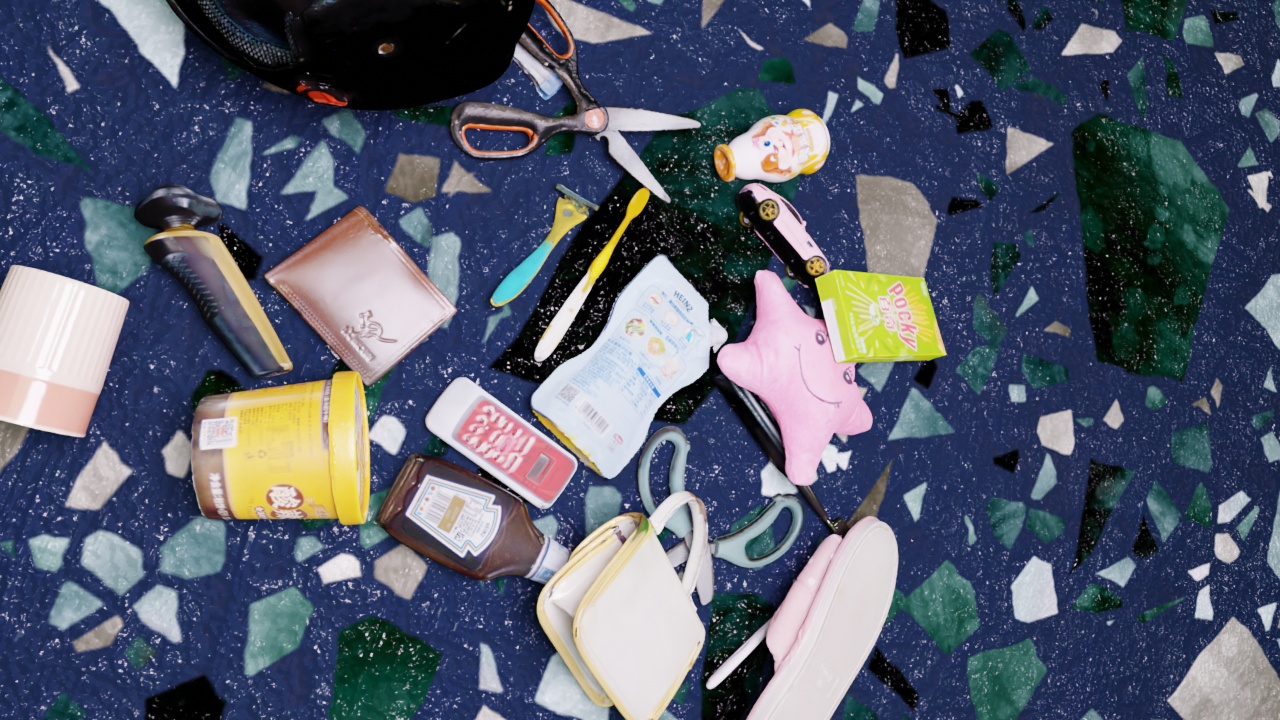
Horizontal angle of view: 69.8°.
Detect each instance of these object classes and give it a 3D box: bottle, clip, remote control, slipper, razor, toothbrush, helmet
[{"bbox_3d":[-0.122,0.151,0.783,0.195,0.044,0.079,30,78,-16],"label":"bottle"},{"bbox_3d":[-0.095,-0.264,0.826,0.025,0.036,0.058,-45,101,-10],"label":"clip"},{"bbox_3d":[-0.120,0.072,0.799,0.136,0.020,0.055,39,77,-14],"label":"remote control"},{"bbox_3d":[0.160,0.266,0.859,0.114,0.054,0.273,47,66,-35],"label":"slipper"},{"bbox_3d":[-0.328,-0.059,0.721,0.067,0.062,0.167,-43,109,-48],"label":"razor"},{"bbox_3d":[-0.044,-0.079,0.838,0.016,0.018,0.191,34,79,-13],"label":"toothbrush"},{"bbox_3d":[-0.205,-0.301,0.682,0.275,0.230,0.233,-8,79,5],"label":"helmet"},{"bbox_3d":[-0.091,-0.097,0.814,0.043,0.028,0.132,32,73,9],"label":"razor"},{"bbox_3d":[0.126,0.247,0.880,0.179,0.016,0.016,-41,93,-17],"label":"toothbrush"},{"bbox_3d":[0.125,-0.201,0.877,0.108,0.063,0.063,-19,93,-19],"label":"bottle"},{"bbox_3d":[0.139,0.093,0.887,0.027,0.026,0.212,-39,100,-11],"label":"toothbrush"}]

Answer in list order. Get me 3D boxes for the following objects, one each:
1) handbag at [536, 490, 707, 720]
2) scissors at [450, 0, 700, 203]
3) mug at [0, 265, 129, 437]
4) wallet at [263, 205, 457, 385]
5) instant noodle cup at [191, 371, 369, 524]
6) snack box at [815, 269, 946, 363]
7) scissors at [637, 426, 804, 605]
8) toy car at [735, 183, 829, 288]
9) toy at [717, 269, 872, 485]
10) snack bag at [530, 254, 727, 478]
[{"bbox_3d":[0.004,0.201,0.794,0.178,0.063,0.163,-47,130,-29],"label":"handbag"},{"bbox_3d":[-0.060,-0.229,0.817,0.220,0.022,0.228,-19,100,-10],"label":"scissors"},{"bbox_3d":[-0.443,-0.009,0.665,0.114,0.081,0.105,13,80,11],"label":"mug"},{"bbox_3d":[-0.230,-0.053,0.762,0.101,0.032,0.124,-43,100,-14],"label":"wallet"},{"bbox_3d":[-0.270,0.070,0.700,0.114,0.118,0.118,-3,88,-13],"label":"instant noodle cup"},{"bbox_3d":[0.235,-0.041,0.890,0.156,0.026,0.085,0,74,-42],"label":"snack box"},{"bbox_3d":[0.076,0.137,0.867,0.169,0.019,0.171,-12,90,-21],"label":"scissors"},{"bbox_3d":[0.140,-0.121,0.883,0.037,0.056,0.122,-44,102,-9],"label":"toy car"},{"bbox_3d":[0.157,0.001,0.872,0.178,0.075,0.194,-38,101,-31],"label":"toy"},{"bbox_3d":[-0.005,0.005,0.835,0.110,0.039,0.190,43,73,-7],"label":"snack bag"}]
